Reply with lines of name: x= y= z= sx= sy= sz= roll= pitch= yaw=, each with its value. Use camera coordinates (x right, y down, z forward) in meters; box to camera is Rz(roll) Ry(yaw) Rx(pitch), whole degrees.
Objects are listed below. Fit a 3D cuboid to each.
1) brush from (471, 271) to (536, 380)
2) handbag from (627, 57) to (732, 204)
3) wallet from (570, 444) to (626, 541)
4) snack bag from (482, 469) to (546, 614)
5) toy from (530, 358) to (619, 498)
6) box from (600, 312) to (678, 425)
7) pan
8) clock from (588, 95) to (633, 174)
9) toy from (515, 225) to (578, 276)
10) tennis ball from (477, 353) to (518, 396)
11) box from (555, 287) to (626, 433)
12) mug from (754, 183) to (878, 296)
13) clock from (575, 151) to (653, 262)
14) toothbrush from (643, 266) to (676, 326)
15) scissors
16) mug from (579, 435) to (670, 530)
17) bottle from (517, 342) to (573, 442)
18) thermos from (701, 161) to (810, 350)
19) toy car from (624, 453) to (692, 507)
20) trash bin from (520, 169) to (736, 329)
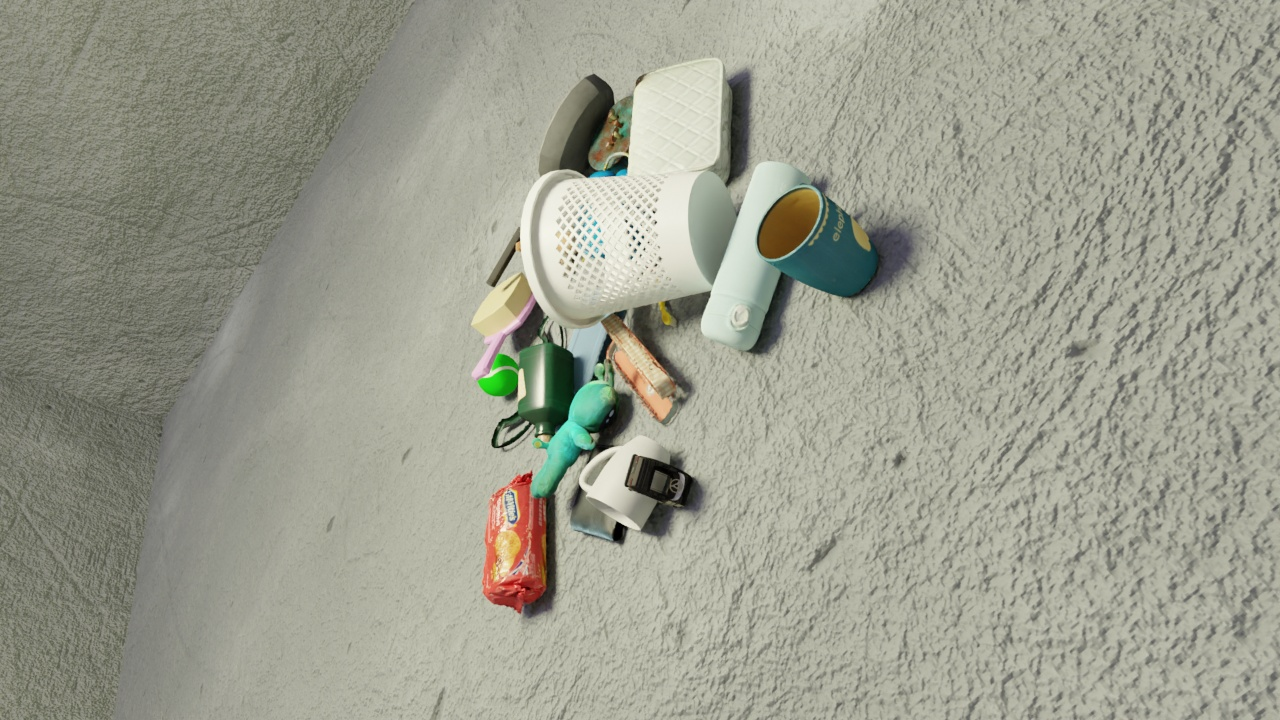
brush: x=-0.216 y=-0.052 z=1.376 sx=0.089 sy=0.043 sz=0.228 roll=-29 pitch=24 yaw=27
handbag: x=0.052 y=-0.296 z=1.199 sx=0.139 sy=0.072 sz=0.194 roll=-6 pitch=61 yaw=22
wallet: x=-0.040 y=0.154 z=1.096 sx=0.089 sy=0.026 sz=0.114 roll=-1 pitch=69 yaw=52
snack bag: x=-0.159 y=0.230 z=1.164 sx=0.083 sy=0.082 sz=0.176 roll=-37 pitch=42 yaw=35
toy: x=-0.081 y=0.084 z=1.140 sx=0.193 sy=0.072 sz=0.131 roll=-59 pitch=10 yaw=-17
box: x=-0.003 y=0.007 z=1.128 sx=0.048 sy=0.085 sz=0.187 roll=-25 pitch=33 yaw=-10
pan: x=-0.135 y=-0.266 z=1.394 sx=0.357 sy=0.041 sz=0.178 roll=-60 pitch=-9 yaw=1
clock: x=-0.010 y=-0.326 z=1.320 sx=0.158 sy=0.073 sz=0.121 roll=-33 pitch=45 yaw=37
toy: x=-0.119 y=-0.160 z=1.376 sx=0.106 sy=0.074 sz=0.085 roll=-29 pitch=77 yaw=14
tennis ball: x=-0.214 y=0.022 z=1.379 sx=0.066 sy=0.065 sz=0.065 roll=-32 pitch=46 yaw=39
box: x=-0.071 y=0.003 z=1.240 sx=0.066 sy=0.037 sz=0.209 roll=14 pitch=82 yaw=43
mug: x=0.179 y=-0.124 z=0.909 sx=0.085 sy=0.104 sz=0.112 roll=-33 pitch=43 yaw=38
clock: x=-0.036 y=-0.206 z=1.266 sx=0.117 sy=0.060 sz=0.161 roll=8 pitch=90 yaw=52
toothbrush: x=0.024 y=-0.085 z=1.175 sx=0.021 sy=0.016 sz=0.135 roll=-50 pitch=34 yaw=24
scissors: x=-0.155 y=0.036 z=1.331 sx=0.202 sy=0.015 sz=0.201 roll=-39 pitch=43 yaw=26
mug: x=-0.020 y=0.129 z=1.035 sx=0.107 sy=0.071 sz=0.089 roll=16 pitch=67 yaw=42
bottle: x=-0.123 y=0.049 z=1.198 sx=0.061 sy=0.061 sz=0.131 roll=-15 pitch=65 yaw=30
thermos: x=0.125 y=-0.112 z=1.007 sx=0.078 sy=0.065 sz=0.206 roll=151 pitch=140 yaw=-79
toy car: x=0.021 y=0.128 z=0.973 sx=0.037 sy=0.092 sz=0.040 roll=5 pitch=73 yaw=43
trash bin: x=-0.002 y=-0.141 z=1.084 sx=0.200 sy=0.195 sz=0.195 roll=-4 pitch=65 yaw=30
